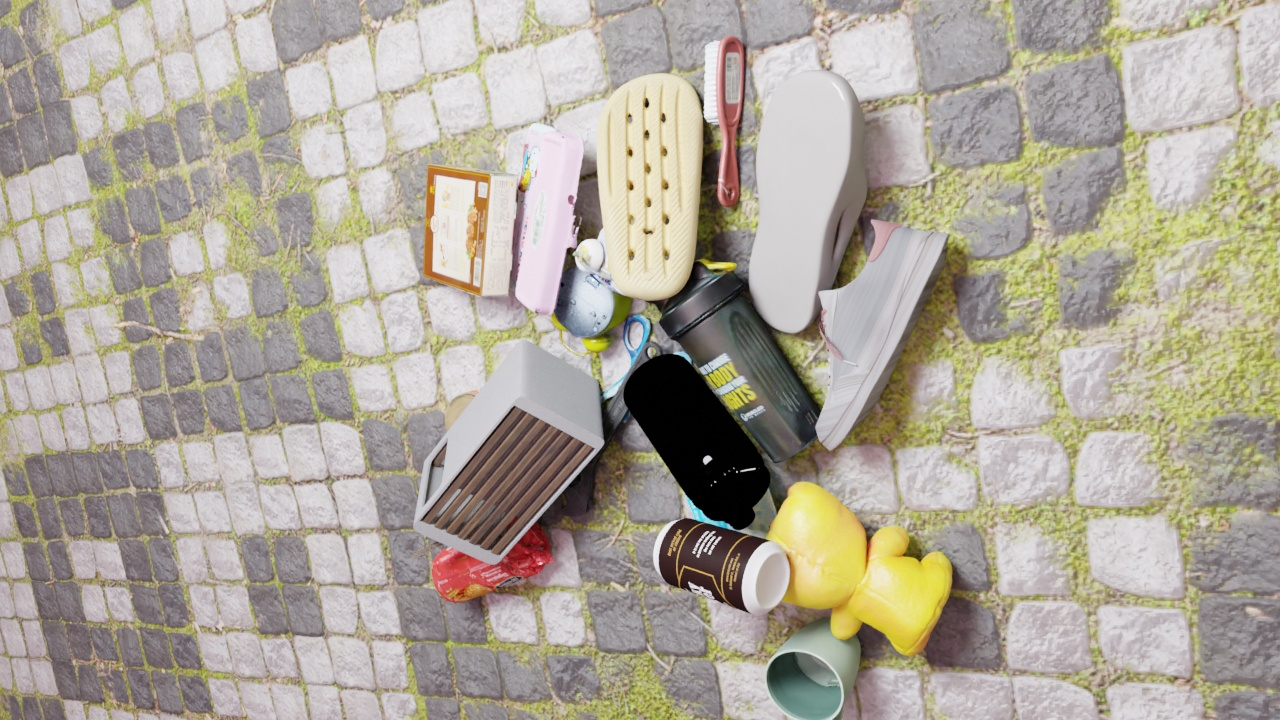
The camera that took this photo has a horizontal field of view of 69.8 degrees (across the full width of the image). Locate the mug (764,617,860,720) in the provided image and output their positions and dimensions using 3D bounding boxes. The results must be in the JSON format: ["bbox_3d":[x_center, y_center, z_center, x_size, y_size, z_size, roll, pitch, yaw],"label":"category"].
[{"bbox_3d":[0.192,0.337,0.973,0.084,0.103,0.111,-11,94,30],"label":"mug"}]

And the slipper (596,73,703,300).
[{"bbox_3d":[0.009,-0.175,0.964,0.111,0.079,0.261,0,70,1],"label":"slipper"}]

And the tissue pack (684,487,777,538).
[{"bbox_3d":[0.107,0.174,1.001,0.093,0.061,0.144,-20,93,5],"label":"tissue pack"}]

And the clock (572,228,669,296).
[{"bbox_3d":[-0.019,-0.105,0.990,0.089,0.125,0.052,32,120,19],"label":"clock"}]

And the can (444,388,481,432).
[{"bbox_3d":[-0.206,0.080,1.177,0.086,0.043,0.086,6,103,28],"label":"can"}]

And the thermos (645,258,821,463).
[{"bbox_3d":[0.105,-0.003,0.956,0.098,0.098,0.221,-36,89,29],"label":"thermos"}]

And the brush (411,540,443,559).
[{"bbox_3d":[-0.220,0.214,1.154,0.045,0.142,0.008,-31,83,38],"label":"brush"}]

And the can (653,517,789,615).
[{"bbox_3d":[0.080,0.203,0.913,0.129,0.071,0.072,7,104,45],"label":"can"}]

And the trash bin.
[{"bbox_3d":[-0.156,0.110,1.080,0.114,0.114,0.229,31,115,-23],"label":"trash bin"}]

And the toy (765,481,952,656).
[{"bbox_3d":[0.211,0.220,0.921,0.194,0.087,0.134,28,101,8],"label":"toy"}]

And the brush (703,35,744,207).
[{"bbox_3d":[0.085,-0.247,0.958,0.030,0.040,0.172,13,109,44],"label":"brush"}]

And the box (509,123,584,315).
[{"bbox_3d":[-0.116,-0.164,1.049,0.153,0.037,0.201,35,118,54],"label":"box"}]

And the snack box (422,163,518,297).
[{"bbox_3d":[-0.208,-0.159,1.107,0.147,0.041,0.143,20,109,46],"label":"snack box"}]

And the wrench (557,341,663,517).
[{"bbox_3d":[-0.043,0.086,1.096,0.073,0.018,0.274,41,120,17],"label":"wrench"}]

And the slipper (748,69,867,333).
[{"bbox_3d":[0.175,-0.155,0.911,0.113,0.080,0.266,32,130,42],"label":"slipper"}]

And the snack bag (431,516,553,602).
[{"bbox_3d":[-0.197,0.259,1.188,0.177,0.082,0.082,-27,86,30],"label":"snack bag"}]

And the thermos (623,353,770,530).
[{"bbox_3d":[0.062,0.086,0.956,0.086,0.086,0.198,-60,42,24],"label":"thermos"}]

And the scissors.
[{"bbox_3d":[-0.009,0.007,1.073,0.140,0.013,0.117,-33,86,32],"label":"scissors"}]

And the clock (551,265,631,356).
[{"bbox_3d":[-0.061,-0.059,1.062,0.083,0.057,0.119,36,114,18],"label":"clock"}]

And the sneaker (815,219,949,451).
[{"bbox_3d":[0.210,-0.030,0.897,0.089,0.099,0.236,28,105,20],"label":"sneaker"}]
